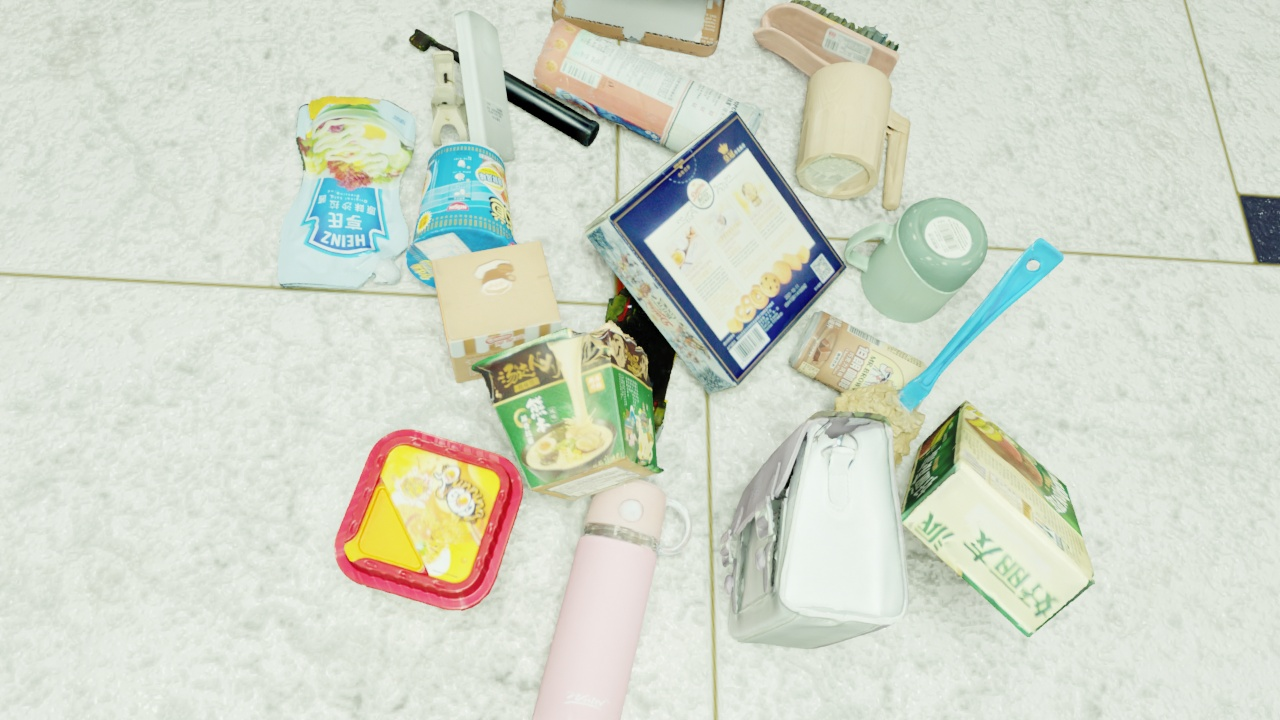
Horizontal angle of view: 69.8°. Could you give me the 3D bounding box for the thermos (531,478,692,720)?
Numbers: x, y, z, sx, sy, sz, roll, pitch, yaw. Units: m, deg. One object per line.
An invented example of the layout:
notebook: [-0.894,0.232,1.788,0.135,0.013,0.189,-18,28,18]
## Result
thermos: [-0.018,0.193,0.717,0.087,0.067,0.198,18,67,-5]

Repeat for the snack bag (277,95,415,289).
snack bag: [-0.265,-0.152,0.837,0.110,0.039,0.190,5,69,-17]

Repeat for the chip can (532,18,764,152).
chip can: [0.007,-0.251,0.880,0.214,0.071,0.071,25,68,-2]

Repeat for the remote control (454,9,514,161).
remote control: [-0.147,-0.258,0.864,0.019,0.056,0.135,-10,87,22]

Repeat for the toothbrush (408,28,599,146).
toothbrush: [-0.137,-0.272,0.905,0.212,0.026,0.027,30,70,6]

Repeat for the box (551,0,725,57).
box: [0.004,-0.406,0.946,0.181,0.158,0.148,7,32,0]

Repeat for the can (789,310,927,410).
can: [0.196,0.005,0.818,0.116,0.059,0.058,28,68,4]

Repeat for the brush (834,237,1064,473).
brush: [0.242,0.003,0.754,0.083,0.045,0.255,40,112,3]

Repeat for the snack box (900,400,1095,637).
snack box: [0.270,0.107,0.702,0.114,0.239,0.063,43,109,9]

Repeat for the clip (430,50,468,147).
clip: [-0.180,-0.244,0.850,0.034,0.104,0.076,-3,58,-6]

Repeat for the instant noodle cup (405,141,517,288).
instant noodle cup: [-0.155,-0.131,0.816,0.099,0.099,0.109,0,60,-7]

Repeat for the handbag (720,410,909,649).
handbag: [0.120,0.133,0.685,0.098,0.197,0.144,10,67,-3]

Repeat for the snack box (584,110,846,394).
snack box: [0.072,-0.096,0.805,0.177,0.046,0.182,-44,102,-28]

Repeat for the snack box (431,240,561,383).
snack box: [-0.121,-0.040,0.778,0.092,0.094,0.077,-11,70,-11]

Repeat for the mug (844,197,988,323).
mug: [0.246,-0.096,0.839,0.112,0.106,0.082,17,68,1]

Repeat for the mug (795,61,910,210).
mug: [0.214,-0.215,0.904,0.124,0.084,0.103,23,67,-26]

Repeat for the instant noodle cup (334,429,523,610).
instant noodle cup: [-0.154,0.127,0.693,0.116,0.124,0.116,16,68,0]

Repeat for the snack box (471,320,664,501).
snack box: [-0.049,0.046,0.704,0.118,0.118,0.105,-20,69,14]

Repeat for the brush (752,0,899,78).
brush: [0.188,-0.320,0.942,0.145,0.063,0.072,30,58,6]

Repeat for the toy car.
toy car: [-0.005,0.005,0.803,0.071,0.041,0.155,13,69,-2]
